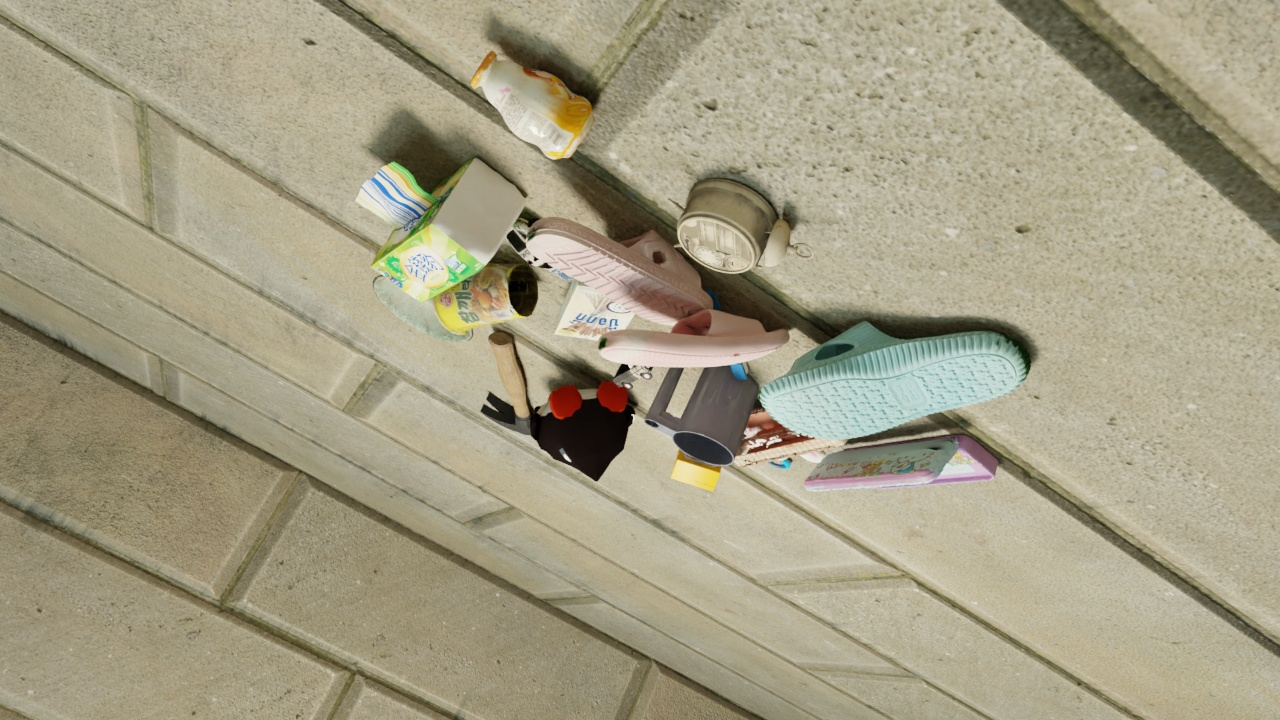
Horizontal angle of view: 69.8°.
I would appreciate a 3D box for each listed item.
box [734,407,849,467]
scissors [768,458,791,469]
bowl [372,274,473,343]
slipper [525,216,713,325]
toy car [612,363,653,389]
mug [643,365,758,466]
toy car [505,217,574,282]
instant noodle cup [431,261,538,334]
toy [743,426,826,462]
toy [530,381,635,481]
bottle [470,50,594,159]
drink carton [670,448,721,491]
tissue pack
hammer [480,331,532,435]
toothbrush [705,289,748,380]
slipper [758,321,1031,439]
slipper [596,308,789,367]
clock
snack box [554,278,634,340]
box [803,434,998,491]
[{"bbox_3d":[0.183,0.088,1.151,0.054,0.076,0.188,-6,170,-43],"label":"box"},{"bbox_3d":[0.166,0.119,1.308,0.141,0.013,0.113,16,151,14],"label":"scissors"},{"bbox_3d":[-0.301,-0.086,1.306,0.157,0.038,0.158,20,154,10],"label":"bowl"},{"bbox_3d":[-0.011,-0.106,0.979,0.239,0.064,0.094,25,157,-34],"label":"slipper"},{"bbox_3d":[-0.007,0.007,1.214,0.037,0.040,0.092,36,150,-16],"label":"toy car"},{"bbox_3d":[0.079,0.060,1.166,0.124,0.103,0.084,26,155,-2],"label":"mug"},{"bbox_3d":[-0.108,-0.122,1.061,0.113,0.040,0.049,34,155,-20],"label":"toy car"},{"bbox_3d":[-0.192,-0.084,1.157,0.108,0.102,0.102,-1,145,28],"label":"instant noodle cup"},{"bbox_3d":[0.185,0.107,1.235,0.126,0.037,0.076,5,143,30],"label":"toy"},{"bbox_3d":[-0.102,0.109,1.386,0.159,0.140,0.184,-5,178,-23],"label":"toy"},{"bbox_3d":[-0.097,-0.230,0.820,0.109,0.063,0.063,33,154,-15],"label":"bottle"},{"bbox_3d":[0.085,0.110,1.236,0.058,0.122,0.040,17,134,2],"label":"drink carton"},{"bbox_3d":[-0.245,-0.162,1.034,0.141,0.120,0.198,39,145,-23],"label":"tissue pack"},{"bbox_3d":[-0.206,0.041,1.471,0.132,0.040,0.306,17,153,10],"label":"hammer"},{"bbox_3d":[0.102,-0.030,1.085,0.016,0.014,0.167,10,147,29],"label":"toothbrush"},{"bbox_3d":[0.259,0.016,0.956,0.277,0.069,0.116,-16,127,30],"label":"slipper"},{"bbox_3d":[0.057,-0.023,0.998,0.221,0.055,0.107,-1,171,-26],"label":"slipper"},{"bbox_3d":[0.096,-0.117,0.871,0.141,0.054,0.093,19,154,18],"label":"clock"},{"bbox_3d":[-0.051,-0.063,1.111,0.082,0.026,0.150,9,158,-13],"label":"snack box"},{"bbox_3d":[0.316,0.131,1.137,0.139,0.062,0.215,-1,170,-33],"label":"box"}]
